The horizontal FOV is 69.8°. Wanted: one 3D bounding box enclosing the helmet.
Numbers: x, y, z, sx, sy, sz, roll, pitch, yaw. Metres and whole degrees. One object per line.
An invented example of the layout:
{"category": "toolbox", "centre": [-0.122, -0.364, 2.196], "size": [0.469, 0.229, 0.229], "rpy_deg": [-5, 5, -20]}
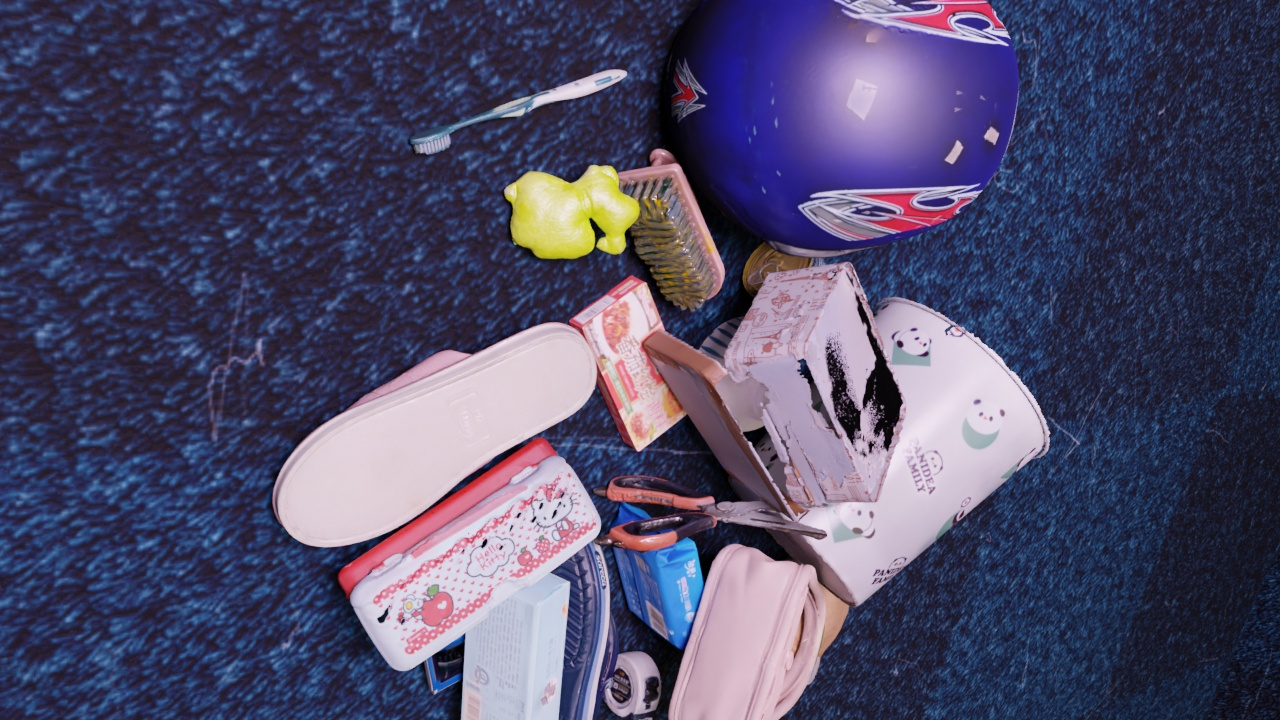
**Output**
{"category": "helmet", "centre": [0.185, -0.210, 0.756], "size": [0.314, 0.240, 0.248], "rpy_deg": [-10, 116, -34]}

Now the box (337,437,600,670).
{"category": "box", "centre": [-0.135, 0.157, 0.745], "size": [0.201, 0.095, 0.101], "rpy_deg": [-33, 87, -21]}

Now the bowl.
{"category": "bowl", "centre": [0.112, 0.020, 0.912], "size": [0.116, 0.066, 0.117], "rpy_deg": [-15, 118, -31]}

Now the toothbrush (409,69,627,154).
{"category": "toothbrush", "centre": [-0.089, -0.193, 0.704], "size": [0.191, 0.016, 0.018], "rpy_deg": [-26, 133, -25]}

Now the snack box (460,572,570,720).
{"category": "snack box", "centre": [-0.110, 0.261, 0.800], "size": [0.051, 0.074, 0.175], "rpy_deg": [-23, 125, -55]}

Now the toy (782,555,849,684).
{"category": "toy", "centre": [0.198, 0.277, 1.078], "size": [0.143, 0.082, 0.226], "rpy_deg": [29, 88, -50]}

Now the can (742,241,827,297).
{"category": "can", "centre": [0.161, -0.064, 0.906], "size": [0.075, 0.075, 0.111], "rpy_deg": [-54, 131, -5]}

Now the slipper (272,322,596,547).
{"category": "slipper", "centre": [-0.160, 0.051, 0.728], "size": [0.274, 0.054, 0.114], "rpy_deg": [-31, 122, -15]}

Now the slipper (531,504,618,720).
{"category": "slipper", "centre": [-0.063, 0.253, 0.855], "size": [0.095, 0.105, 0.253], "rpy_deg": [-15, 114, -55]}

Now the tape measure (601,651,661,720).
{"category": "tape measure", "centre": [-0.009, 0.338, 0.957], "size": [0.033, 0.066, 0.066], "rpy_deg": [5, 108, -43]}

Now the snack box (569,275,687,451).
{"category": "snack box", "centre": [-0.005, 0.005, 0.844], "size": [0.075, 0.025, 0.153], "rpy_deg": [-36, 126, -19]}

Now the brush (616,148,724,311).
{"category": "brush", "centre": [0.033, -0.110, 0.804], "size": [0.146, 0.063, 0.072], "rpy_deg": [58, 42, -38]}

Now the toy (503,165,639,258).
{"category": "toy", "centre": [-0.056, -0.116, 0.733], "size": [0.100, 0.031, 0.097], "rpy_deg": [-36, 106, 2]}

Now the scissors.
{"category": "scissors", "centre": [0.055, 0.138, 0.835], "size": [0.225, 0.189, 0.015], "rpy_deg": [-12, 112, -29]}

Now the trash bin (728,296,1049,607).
{"category": "trash bin", "centre": [0.243, 0.101, 0.952], "size": [0.251, 0.229, 0.229], "rpy_deg": [-43, 129, -8]}

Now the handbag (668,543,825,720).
{"category": "handbag", "centre": [0.134, 0.296, 0.939], "size": [0.234, 0.093, 0.193], "rpy_deg": [30, 78, -58]}

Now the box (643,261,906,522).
{"category": "box", "centre": [0.108, 0.036, 0.809], "size": [0.154, 0.185, 0.183], "rpy_deg": [-55, 127, -39]}

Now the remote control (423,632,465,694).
{"category": "remote control", "centre": [-0.169, 0.235, 0.800], "size": [0.048, 0.024, 0.125], "rpy_deg": [-20, 124, -30]}

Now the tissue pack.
{"category": "tissue pack", "centre": [0.021, 0.213, 0.909], "size": [0.052, 0.095, 0.157], "rpy_deg": [-28, 122, -27]}
